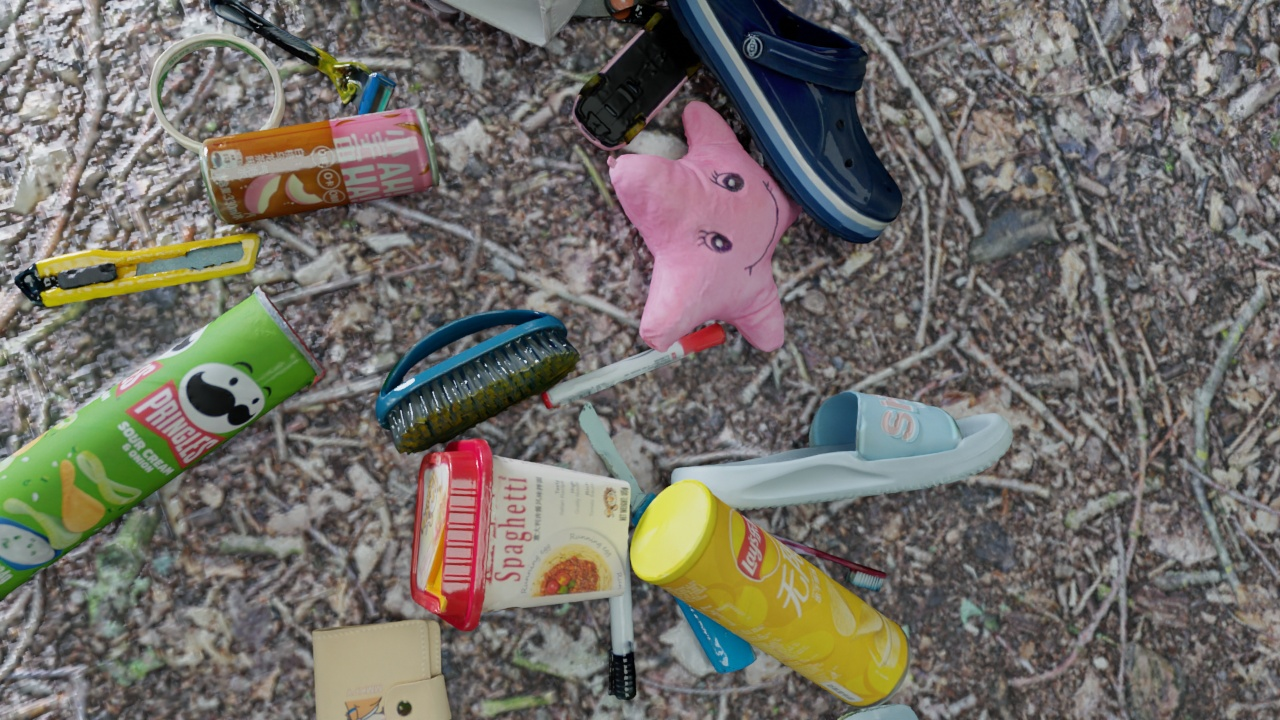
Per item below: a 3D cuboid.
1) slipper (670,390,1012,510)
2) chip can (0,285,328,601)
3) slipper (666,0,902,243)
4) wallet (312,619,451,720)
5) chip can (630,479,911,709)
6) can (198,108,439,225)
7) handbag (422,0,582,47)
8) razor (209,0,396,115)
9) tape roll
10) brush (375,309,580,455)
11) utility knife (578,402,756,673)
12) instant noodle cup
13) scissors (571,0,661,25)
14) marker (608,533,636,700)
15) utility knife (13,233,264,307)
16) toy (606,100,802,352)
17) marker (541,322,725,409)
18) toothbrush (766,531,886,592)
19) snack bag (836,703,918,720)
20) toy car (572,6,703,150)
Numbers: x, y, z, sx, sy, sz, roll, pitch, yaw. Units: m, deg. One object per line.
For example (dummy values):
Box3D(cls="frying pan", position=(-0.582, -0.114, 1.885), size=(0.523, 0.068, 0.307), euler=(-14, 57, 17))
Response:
Box3D(cls="slipper", position=(0.141, 0.061, 0.663), size=(0.245, 0.104, 0.074), euler=(-8, 86, -7))
Box3D(cls="chip can", position=(-0.316, 0.050, 0.574), size=(0.235, 0.072, 0.072), euler=(-38, 93, -14))
Box3D(cls="slipper", position=(0.119, -0.206, 0.667), size=(0.253, 0.095, 0.104), euler=(53, 39, -2))
Box3D(cls="wallet", position=(-0.171, 0.233, 0.610), size=(0.087, 0.024, 0.115), euler=(-3, 83, -14))
Box3D(cls="chip can", position=(0.092, 0.162, 0.620), size=(0.213, 0.072, 0.072), euler=(38, 76, -25))
Box3D(cls="can", position=(-0.216, -0.133, 0.625), size=(0.147, 0.058, 0.058), euler=(-13, 86, -14))
Box3D(cls="handbag", position=(-0.080, -0.336, 0.652), size=(0.145, 0.098, 0.196), euler=(27, 71, 11))
Box3D(cls="razor", position=(-0.239, -0.217, 0.650), size=(0.142, 0.022, 0.043), euler=(31, 122, -4))
Box3D(cls="tape roll", position=(-0.292, -0.184, 0.636), size=(0.085, 0.014, 0.085), euler=(2, 83, -12))
Box3D(cls="brush", position=(-0.117, 0.006, 0.635), size=(0.143, 0.055, 0.073), euler=(-28, 68, -14))
Box3D(cls="utility knife", position=(0.016, 0.129, 0.667), size=(0.034, 0.018, 0.225), euler=(-30, 89, -35))
Box3D(cls="instant noodle cup", position=(-0.078, 0.113, 0.605), size=(0.124, 0.117, 0.116), euler=(6, 82, -24))
Box3D(cls="scissors", position=(0.001, -0.262, 0.708), size=(0.234, 0.022, 0.152), euler=(-26, 90, -15))
Box3D(cls="marker", position=(-0.016, 0.175, 0.655), size=(0.022, 0.018, 0.130), euler=(-4, 85, -4))
Box3D(cls="utility knife", position=(-0.331, -0.063, 0.612), size=(0.156, 0.015, 0.033), euler=(-12, 89, -14))
Box3D(cls="toy", position=(0.045, -0.092, 0.665), size=(0.178, 0.075, 0.194), euler=(25, 71, -25))
Box3D(cls="marker", position=(-0.004, 0.004, 0.678), size=(0.145, 0.017, 0.017), euler=(-21, 88, -14))
Box3D(cls="toothbrush", position=(0.101, 0.139, 0.683), size=(0.187, 0.016, 0.017), euler=(20, 89, -13))
Box3D(cls="snack bag", position=(0.117, 0.316, 0.659), size=(0.191, 0.039, 0.110), euler=(-6, 90, -12))
Box3D(cls="toy car", position=(0.000, -0.211, 0.692), size=(0.056, 0.037, 0.122), euler=(44, 79, -11))
